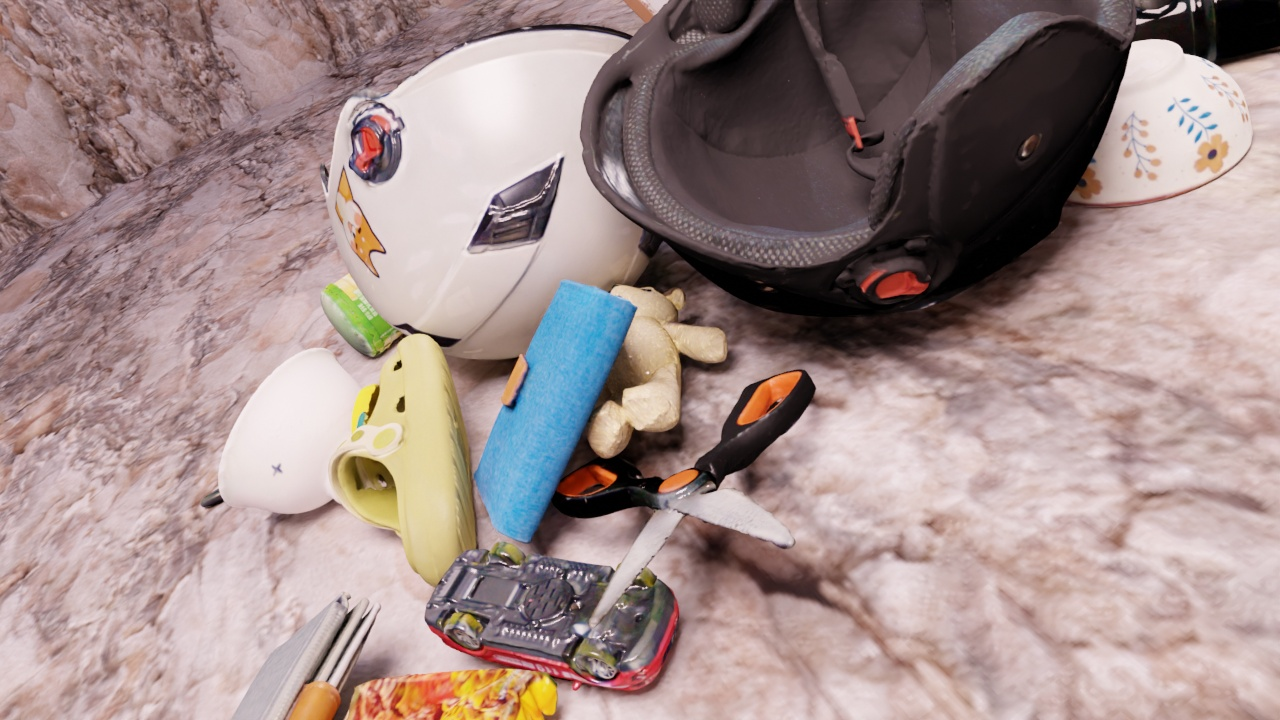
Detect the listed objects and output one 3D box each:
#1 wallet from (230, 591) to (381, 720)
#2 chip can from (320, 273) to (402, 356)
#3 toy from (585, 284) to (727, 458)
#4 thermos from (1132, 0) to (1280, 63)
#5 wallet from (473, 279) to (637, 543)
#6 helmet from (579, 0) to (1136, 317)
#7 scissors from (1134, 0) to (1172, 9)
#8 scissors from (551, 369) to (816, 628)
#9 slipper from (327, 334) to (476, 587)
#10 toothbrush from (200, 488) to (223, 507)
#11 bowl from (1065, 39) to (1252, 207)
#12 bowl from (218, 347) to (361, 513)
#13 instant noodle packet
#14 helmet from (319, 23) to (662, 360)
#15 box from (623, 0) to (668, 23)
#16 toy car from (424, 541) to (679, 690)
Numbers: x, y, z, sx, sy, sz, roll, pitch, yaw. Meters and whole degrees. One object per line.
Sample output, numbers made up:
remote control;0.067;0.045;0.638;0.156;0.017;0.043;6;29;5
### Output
wallet;-0.167;0.177;0.413;0.107;0.037;0.129;-41;19;34
chip can;-0.175;-0.092;0.807;0.220;0.072;0.073;-41;33;-20
toy;-0.003;0.003;0.533;0.105;0.066;0.157;-32;21;17
thermos;0.296;-0.210;0.630;0.243;0.068;0.089;-7;4;28
wallet;-0.050;0.021;0.493;0.133;0.040;0.106;-65;17;1
helmet;0.112;-0.132;0.491;0.275;0.230;0.233;-30;55;4
scissors;0.268;-0.243;0.607;0.166;0.014;0.162;-7;47;31
scissors;0.017;0.058;0.420;0.226;0.022;0.220;-18;12;45
slipper;-0.141;0.055;0.531;0.081;0.092;0.190;-10;34;-11
toothbrush;-0.252;0.065;0.690;0.181;0.018;0.015;-29;34;1
bowl;0.286;-0.145;0.533;0.113;0.062;0.113;-20;30;12
bowl;-0.210;0.058;0.604;0.065;0.119;0.118;26;49;8
instant noodle packet;-0.098;0.184;0.362;0.111;0.044;0.128;-16;33;27
helmet;-0.087;-0.085;0.613;0.229;0.156;0.275;-3;-11;-41
box;0.127;-0.299;0.799;0.178;0.130;0.272;-35;50;-27
toy car;-0.039;0.116;0.413;0.121;0.045;0.052;1;43;30
